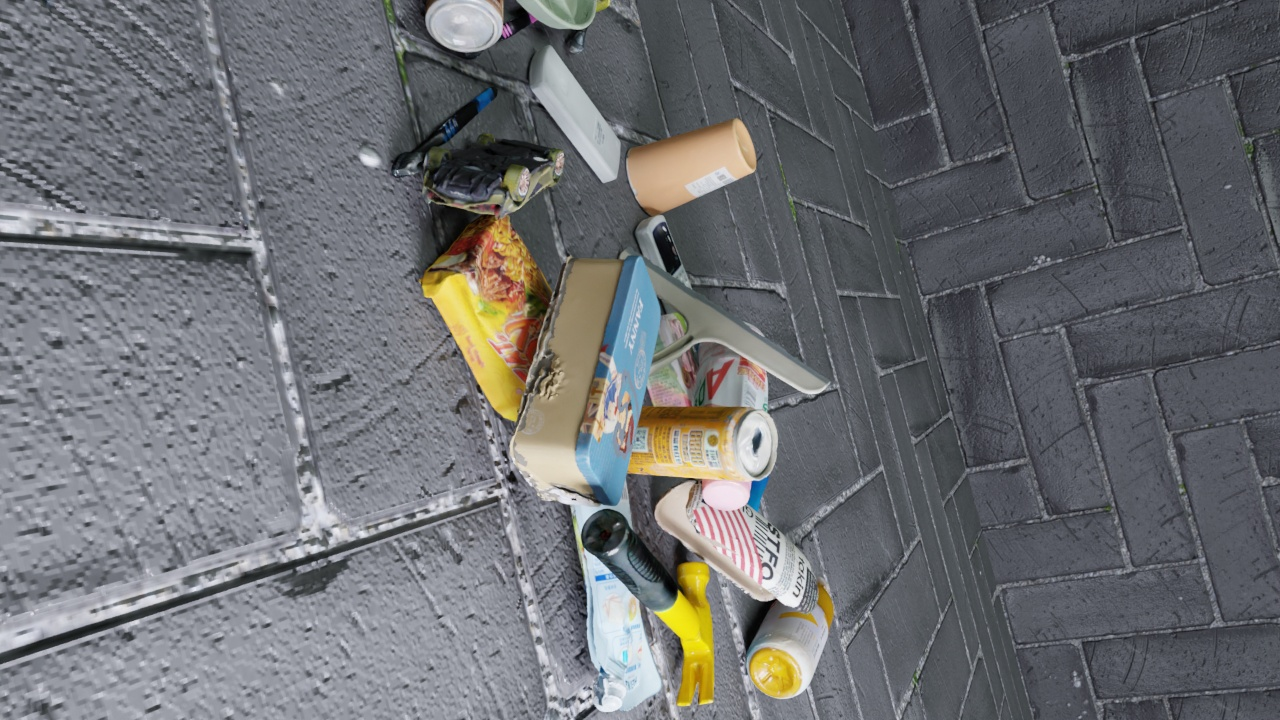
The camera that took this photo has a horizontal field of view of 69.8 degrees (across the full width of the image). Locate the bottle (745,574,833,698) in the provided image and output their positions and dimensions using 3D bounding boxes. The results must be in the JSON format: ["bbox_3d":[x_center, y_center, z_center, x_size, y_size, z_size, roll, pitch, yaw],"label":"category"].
[{"bbox_3d":[0.167,0.287,0.986,0.189,0.068,0.068,-31,104,-64],"label":"bottle"}]

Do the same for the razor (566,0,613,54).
[{"bbox_3d":[-0.055,-0.356,0.953,0.042,0.022,0.142,28,48,-17],"label":"razor"}]

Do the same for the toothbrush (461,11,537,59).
[{"bbox_3d":[-0.114,-0.291,0.803,0.014,0.018,0.188,61,27,-21],"label":"toothbrush"}]

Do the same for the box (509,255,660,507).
[{"bbox_3d":[-0.034,0.007,0.653,0.090,0.062,0.184,65,35,-58],"label":"box"}]

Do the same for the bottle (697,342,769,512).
[{"bbox_3d":[0.101,0.082,0.963,0.065,0.065,0.218,-5,90,-64],"label":"bottle"}]

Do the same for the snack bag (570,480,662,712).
[{"bbox_3d":[-0.022,0.168,0.701,0.110,0.039,0.191,34,46,-76],"label":"snack bag"}]

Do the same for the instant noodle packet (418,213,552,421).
[{"bbox_3d":[-0.096,-0.034,0.664,0.128,0.044,0.110,62,32,-26],"label":"instant noodle packet"}]

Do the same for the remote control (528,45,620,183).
[{"bbox_3d":[-0.061,-0.233,0.873,0.135,0.019,0.056,47,37,-44],"label":"remote control"}]

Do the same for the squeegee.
[{"bbox_3d":[-0.005,0.005,0.779,0.245,0.246,0.039,-26,143,-45],"label":"squeegee"}]

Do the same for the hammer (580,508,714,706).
[{"bbox_3d":[0.016,0.180,0.702,0.301,0.033,0.128,61,21,-57],"label":"hammer"}]

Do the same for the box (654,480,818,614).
[{"bbox_3d":[0.085,0.173,0.828,0.162,0.087,0.075,37,42,-19],"label":"box"}]

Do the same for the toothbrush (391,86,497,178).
[{"bbox_3d":[-0.139,-0.175,0.686,0.189,0.016,0.014,-66,142,-54],"label":"toothbrush"}]

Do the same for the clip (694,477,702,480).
[{"bbox_3d":[0.066,0.134,0.904,0.034,0.072,0.100,48,41,-41],"label":"clip"}]

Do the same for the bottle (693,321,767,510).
[{"bbox_3d":[0.081,0.048,0.828,0.068,0.068,0.196,56,28,-34],"label":"bottle"}]

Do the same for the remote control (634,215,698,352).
[{"bbox_3d":[0.036,-0.082,0.983,0.150,0.021,0.058,68,26,-16],"label":"remote control"}]

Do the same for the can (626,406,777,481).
[{"bbox_3d":[0.036,0.066,0.746,0.058,0.146,0.058,2,87,-48],"label":"can"}]

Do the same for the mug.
[{"bbox_3d":[0.056,-0.209,0.976,0.078,0.123,0.078,39,44,-50],"label":"mug"}]

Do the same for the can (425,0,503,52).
[{"bbox_3d":[-0.136,-0.302,0.714,0.058,0.059,0.116,34,46,-53],"label":"can"}]

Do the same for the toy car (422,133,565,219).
[{"bbox_3d":[-0.102,-0.137,0.671,0.157,0.070,0.042,-56,159,-63],"label":"toy car"}]

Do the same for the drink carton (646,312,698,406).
[{"bbox_3d":[0.033,0.015,0.894,0.053,0.046,0.122,-14,88,-63],"label":"drink carton"}]

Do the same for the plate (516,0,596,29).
[{"bbox_3d":[-0.111,-0.416,0.857,0.230,0.028,0.229,45,35,-45],"label":"plate"}]
